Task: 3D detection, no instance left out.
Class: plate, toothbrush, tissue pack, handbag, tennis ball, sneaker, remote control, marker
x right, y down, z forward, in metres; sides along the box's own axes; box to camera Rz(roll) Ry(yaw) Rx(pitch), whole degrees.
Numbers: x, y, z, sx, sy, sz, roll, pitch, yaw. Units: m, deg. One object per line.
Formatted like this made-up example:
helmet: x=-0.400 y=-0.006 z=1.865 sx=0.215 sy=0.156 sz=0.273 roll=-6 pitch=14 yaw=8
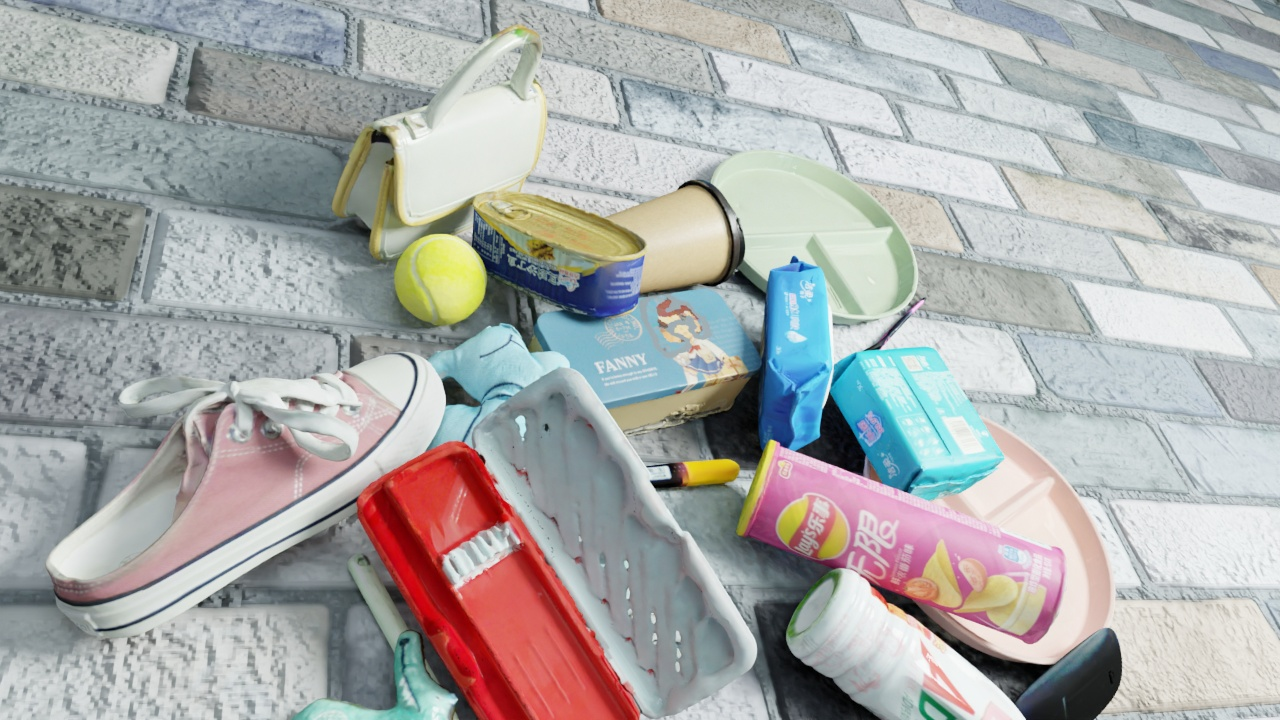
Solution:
plate: x=0.169 y=-0.123 z=0.906 sx=0.230 sy=0.028 sz=0.229 roll=14 pitch=47 yaw=-16
toothbrush: x=0.232 y=-0.020 z=0.860 sx=0.018 sy=0.014 sz=0.188 roll=50 pitch=47 yaw=5
tissue pack: x=0.122 y=0.000 z=0.726 sx=0.052 sy=0.095 sz=0.156 roll=4 pitch=47 yaw=5
plate: x=0.275 y=0.136 z=0.737 sx=0.229 sy=0.028 sz=0.229 roll=14 pitch=47 yaw=-16
tissue pack: x=0.214 y=0.046 z=0.727 sx=0.093 sy=0.050 sz=0.133 roll=-4 pitch=54 yaw=-27
handbag: x=-0.132 y=-0.164 z=0.683 sx=0.063 sy=0.179 sz=0.162 roll=46 pitch=45 yaw=8
tennis ball: x=-0.144 y=-0.058 z=0.664 sx=0.065 sy=0.066 sz=0.065 roll=14 pitch=47 yaw=-16
sneaker: x=-0.209 y=0.047 z=0.509 sx=0.118 sy=0.088 sz=0.240 roll=21 pitch=41 yaw=33
toothbrush: x=-0.116 y=0.185 z=0.503 sx=0.029 sy=0.020 sz=0.189 roll=-15 pitch=59 yaw=-43
remote control: x=0.308 y=0.236 z=0.650 sx=0.136 sy=0.024 sz=0.053 roll=-21 pitch=102 yaw=-30
marker: x=0.015 y=0.084 z=0.660 sx=0.123 sy=0.015 sz=0.018 roll=-1 pitch=51 yaw=-24

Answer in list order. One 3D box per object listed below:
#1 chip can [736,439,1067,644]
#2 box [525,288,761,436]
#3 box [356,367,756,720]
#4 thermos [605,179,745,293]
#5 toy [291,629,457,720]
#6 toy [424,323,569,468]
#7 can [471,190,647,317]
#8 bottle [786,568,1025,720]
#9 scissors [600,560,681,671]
chip can: x=0.176 y=0.125 z=0.634 sx=0.210 sy=0.072 sz=0.071 roll=20 pitch=45 yaw=7
box: x=-0.004 y=0.004 z=0.685 sx=0.183 sy=0.063 sz=0.089 roll=-12 pitch=58 yaw=-36
box: x=-0.048 y=0.122 z=0.514 sx=0.160 sy=0.064 sz=0.201 roll=-32 pitch=86 yaw=-10
thermos: x=0.013 y=-0.095 z=0.766 sx=0.143 sy=0.093 sz=0.093 roll=-19 pitch=63 yaw=-28
toy: x=-0.135 y=0.190 z=0.473 sx=0.091 sy=0.030 sz=0.096 roll=-4 pitch=58 yaw=-16
toy: x=-0.099 y=0.053 z=0.588 sx=0.161 sy=0.050 sz=0.156 roll=29 pitch=69 yaw=26
can: x=-0.063 y=-0.081 z=0.679 sx=0.148 sy=0.049 sz=0.074 roll=25 pitch=31 yaw=27
bottle: x=0.190 y=0.220 z=0.598 sx=0.197 sy=0.068 sz=0.068 roll=38 pitch=45 yaw=1
scissors: x=-0.035 y=0.166 z=0.561 sx=0.177 sy=0.019 sz=0.171 roll=39 pitch=45 yaw=7
